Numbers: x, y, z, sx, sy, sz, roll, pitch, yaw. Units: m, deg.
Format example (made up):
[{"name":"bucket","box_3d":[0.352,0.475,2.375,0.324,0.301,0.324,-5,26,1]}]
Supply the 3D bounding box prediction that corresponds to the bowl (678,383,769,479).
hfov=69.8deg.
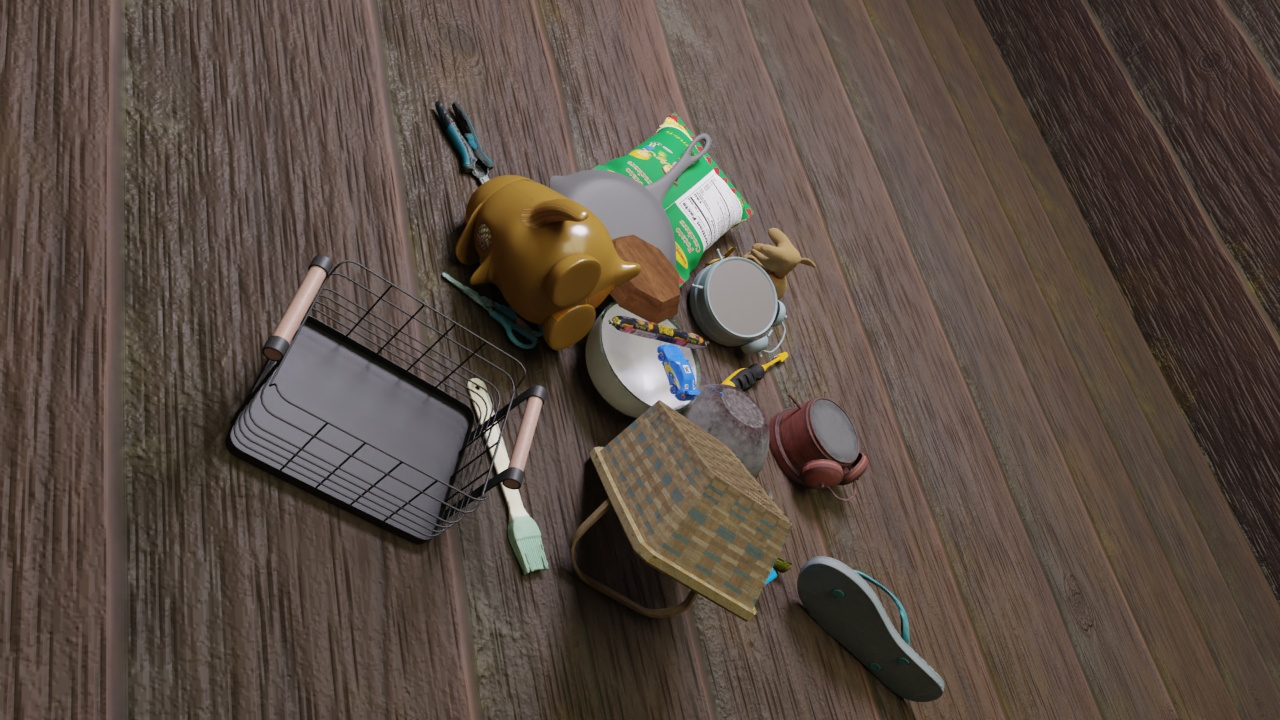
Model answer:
[{"name":"bowl","box_3d":[0.107,0.080,1.135,0.145,0.067,0.144,29,30,-18]}]

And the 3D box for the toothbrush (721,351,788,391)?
[{"name":"toothbrush","box_3d":[0.163,0.017,1.295,0.196,0.031,0.031,-25,97,-52]}]

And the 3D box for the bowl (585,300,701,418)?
[{"name":"bowl","box_3d":[-0.007,0.006,1.104,0.153,0.073,0.153,25,48,-30]}]

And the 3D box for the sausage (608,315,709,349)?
[{"name":"sausage","box_3d":[0.023,-0.033,1.086,0.155,0.020,0.020,13,55,-38]}]

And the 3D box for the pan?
[{"name":"pan","box_3d":[0.002,-0.198,1.202,0.216,0.024,0.353,46,60,-11]}]

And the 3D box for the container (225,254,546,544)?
[{"name":"container","box_3d":[-0.226,0.037,0.826,0.241,0.131,0.162,33,45,-23]}]

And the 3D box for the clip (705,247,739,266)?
[{"name":"clip","box_3d":[0.117,-0.149,1.359,0.047,0.053,0.039,-34,88,-21]}]

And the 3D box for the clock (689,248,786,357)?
[{"name":"clock","box_3d":[0.142,-0.076,1.294,0.159,0.045,0.122,41,64,-12]}]

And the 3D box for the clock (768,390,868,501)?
[{"name":"clock","box_3d":[0.250,0.123,1.270,0.120,0.072,0.157,-2,64,-45]}]

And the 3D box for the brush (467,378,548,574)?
[{"name":"brush","box_3d":[-0.141,0.115,0.948,0.033,0.012,0.217,-2,64,-45]}]

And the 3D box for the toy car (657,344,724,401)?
[{"name":"toy car","box_3d":[0.060,0.011,1.059,0.033,0.062,0.092,-2,65,-44]}]

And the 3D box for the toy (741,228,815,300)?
[{"name":"toy","box_3d":[0.193,-0.134,1.374,0.106,0.108,0.133,30,43,-2]}]

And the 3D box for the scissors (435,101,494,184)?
[{"name":"scissors","box_3d":[-0.207,-0.262,1.138,0.129,0.019,0.137,31,47,-26]}]

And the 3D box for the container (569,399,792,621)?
[{"name":"container","box_3d":[0.027,0.175,0.956,0.157,0.186,0.250,34,7,-22]}]

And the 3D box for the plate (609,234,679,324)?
[{"name":"plate","box_3d":[0.002,-0.105,1.117,0.131,0.025,0.131,26,41,-25]}]

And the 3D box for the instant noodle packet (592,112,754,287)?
[{"name":"instant noodle packet","box_3d":[0.052,-0.237,1.313,0.195,0.091,0.251,50,45,-7]}]

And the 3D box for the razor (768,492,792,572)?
[{"name":"razor","box_3d":[0.166,0.215,1.167,0.042,0.026,0.105,27,43,-26]}]

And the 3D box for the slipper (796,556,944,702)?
[{"name":"slipper","box_3d":[0.285,0.329,1.152,0.269,0.098,0.054,51,40,-18]}]

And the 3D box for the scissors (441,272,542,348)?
[{"name":"scissors","box_3d":[-0.170,-0.058,1.041,0.138,0.015,0.063,30,41,-18]}]

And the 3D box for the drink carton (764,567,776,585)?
[{"name":"drink carton","box_3d":[0.115,0.212,1.100,0.038,0.044,0.129,-16,76,-49]}]

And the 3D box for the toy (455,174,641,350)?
[{"name":"toy","box_3d":[-0.124,-0.127,1.030,0.162,0.199,0.203,-29,59,-29]}]
